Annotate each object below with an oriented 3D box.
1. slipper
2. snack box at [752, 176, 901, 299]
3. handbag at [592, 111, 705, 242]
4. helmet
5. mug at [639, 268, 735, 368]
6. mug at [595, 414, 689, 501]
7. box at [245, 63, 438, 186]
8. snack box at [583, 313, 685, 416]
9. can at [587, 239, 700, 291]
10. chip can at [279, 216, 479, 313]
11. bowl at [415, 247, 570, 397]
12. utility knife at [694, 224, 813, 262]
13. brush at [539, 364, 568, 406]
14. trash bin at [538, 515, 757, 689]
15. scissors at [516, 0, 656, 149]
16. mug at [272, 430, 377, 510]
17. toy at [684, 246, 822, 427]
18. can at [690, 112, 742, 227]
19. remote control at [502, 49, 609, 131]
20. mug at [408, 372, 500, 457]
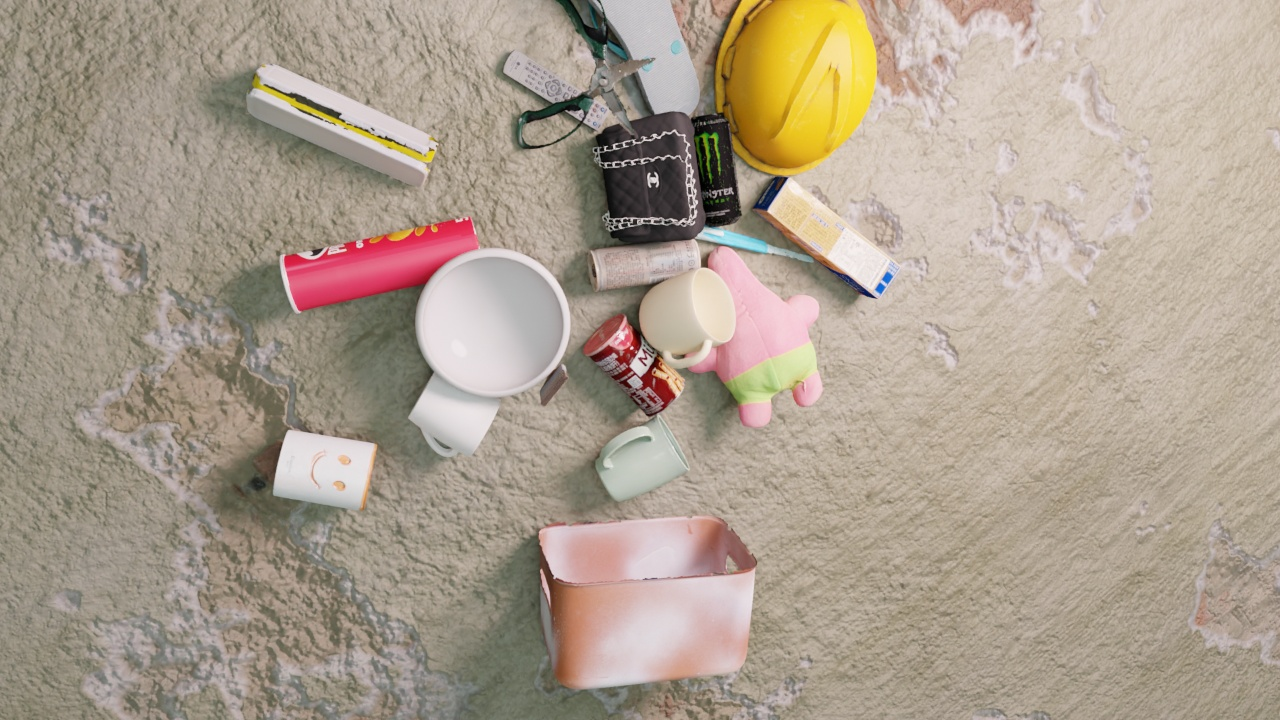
[{"bbox_3d":[-0.006,-0.415,1.100,0.098,0.055,0.269,-37,119,-7],"label":"slipper"},{"bbox_3d":[0.245,-0.160,1.205,0.206,0.057,0.056,34,91,-19],"label":"snack box"},{"bbox_3d":[0.007,-0.214,1.102,0.125,0.114,0.154,-6,107,12],"label":"handbag"},{"bbox_3d":[0.208,-0.354,1.117,0.205,0.131,0.255,7,101,-16],"label":"helmet"},{"bbox_3d":[0.051,-0.045,1.137,0.096,0.100,0.120,28,55,-44],"label":"mug"},{"bbox_3d":[-0.006,0.124,1.182,0.104,0.084,0.111,-30,144,5],"label":"mug"},{"bbox_3d":[-0.335,-0.266,1.038,0.210,0.067,0.070,22,94,-18],"label":"box"},{"bbox_3d":[-0.007,0.007,1.171,0.072,0.072,0.121,-45,108,-2],"label":"snack box"},{"bbox_3d":[0.005,-0.122,1.156,0.135,0.054,0.054,-10,104,-11],"label":"can"},{"bbox_3d":[-0.300,-0.114,1.076,0.220,0.069,0.069,-14,104,-11],"label":"chip can"},{"bbox_3d":[-0.173,-0.049,1.080,0.176,0.066,0.177,-2,107,-8],"label":"bowl"},{"bbox_3d":[0.151,-0.149,1.205,0.176,0.015,0.022,13,70,-17],"label":"utility knife"},{"bbox_3d":[-0.107,0.014,1.110,0.008,0.143,0.045,37,99,-17],"label":"brush"},{"bbox_3d":[0.001,0.308,1.182,0.259,0.181,0.157,0,103,-15],"label":"trash bin"},{"bbox_3d":[-0.084,-0.335,1.065,0.204,0.015,0.201,-25,97,25],"label":"scissors"},{"bbox_3d":[-0.377,0.132,1.102,0.105,0.082,0.082,12,98,-15],"label":"mug"},{"bbox_3d":[0.145,-0.038,1.194,0.192,0.097,0.236,-24,92,2],"label":"toy"},{"bbox_3d":[0.094,-0.238,1.152,0.054,0.054,0.138,-12,104,-11],"label":"can"},{"bbox_3d":[-0.102,-0.325,1.107,0.136,0.013,0.033,28,94,-17],"label":"remote control"},{"bbox_3d":[-0.238,0.073,1.134,0.087,0.080,0.114,30,124,-12],"label":"mug"}]
